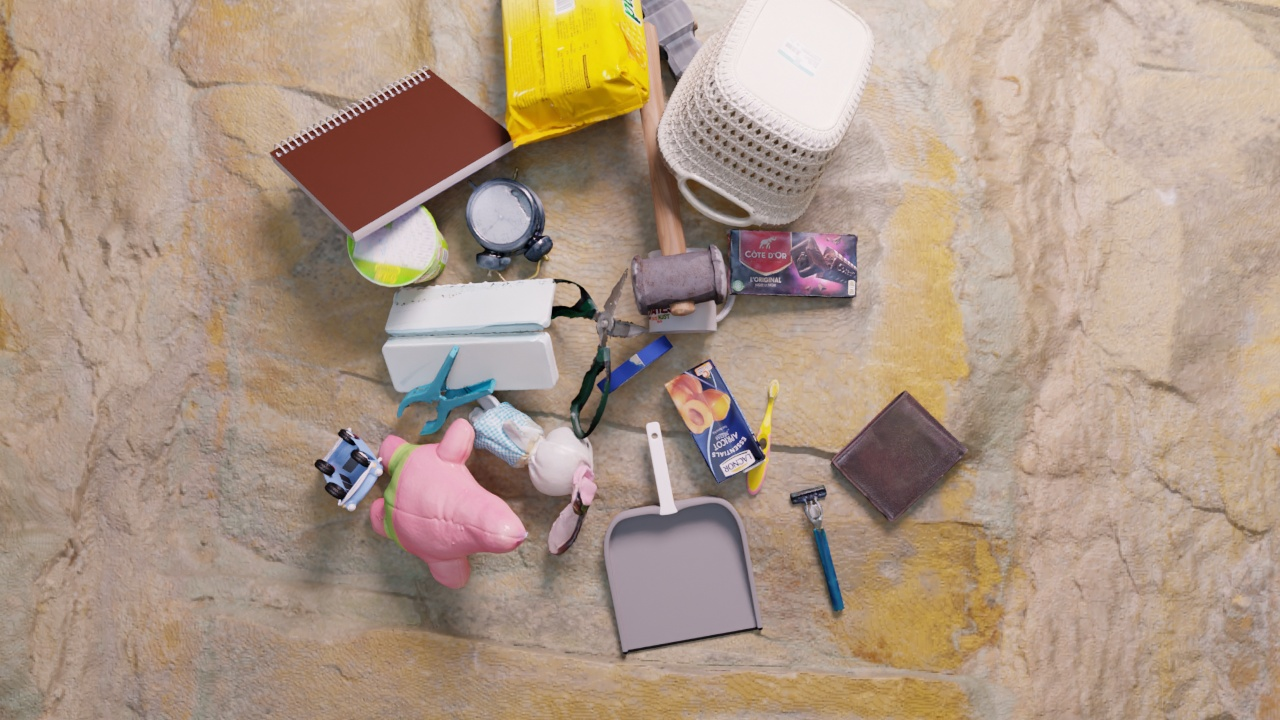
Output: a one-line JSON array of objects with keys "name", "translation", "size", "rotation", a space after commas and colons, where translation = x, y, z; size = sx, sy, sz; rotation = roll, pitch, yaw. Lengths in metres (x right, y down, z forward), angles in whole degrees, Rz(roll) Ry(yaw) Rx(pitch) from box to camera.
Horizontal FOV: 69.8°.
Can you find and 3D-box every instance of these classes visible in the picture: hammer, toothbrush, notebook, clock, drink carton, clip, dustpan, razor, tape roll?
[{"name": "hammer", "translation": [-0.081, -0.312, 1.052], "size": [0.323, 0.051, 0.117], "rotation": [-30, 86, 4]}, {"name": "toothbrush", "translation": [0.142, 0.088, 1.053], "size": [0.021, 0.016, 0.135], "rotation": [12, 89, 8]}, {"name": "notebook", "translation": [-0.270, -0.232, 0.997], "size": [0.208, 0.022, 0.171], "rotation": [-37, 63, -23]}, {"name": "clock", "translation": [-0.151, -0.150, 1.049], "size": [0.090, 0.052, 0.129], "rotation": [-16, 93, 1]}, {"name": "drink carton", "translation": [0.085, 0.069, 1.036], "size": [0.064, 0.040, 0.130], "rotation": [-29, 85, 9]}, {"name": "clip", "translation": [-0.234, 0.030, 1.026], "size": [0.113, 0.028, 0.127], "rotation": [37, 122, -9]}, {"name": "hammer", "translation": [0.022, -0.208, 0.982], "size": [0.098, 0.052, 0.328], "rotation": [-8, 80, 1]}, {"name": "dustpan", "translation": [0.037, 0.197, 1.046], "size": [0.163, 0.033, 0.257], "rotation": [-11, 89, 1]}, {"name": "razor", "translation": [0.209, 0.217, 1.048], "size": [0.042, 0.022, 0.144], "rotation": [-15, 89, 2]}, {"name": "tape roll", "translation": [-0.006, 0.006, 1.022], "size": [0.092, 0.092, 0.016], "rotation": [-37, 88, 37]}]

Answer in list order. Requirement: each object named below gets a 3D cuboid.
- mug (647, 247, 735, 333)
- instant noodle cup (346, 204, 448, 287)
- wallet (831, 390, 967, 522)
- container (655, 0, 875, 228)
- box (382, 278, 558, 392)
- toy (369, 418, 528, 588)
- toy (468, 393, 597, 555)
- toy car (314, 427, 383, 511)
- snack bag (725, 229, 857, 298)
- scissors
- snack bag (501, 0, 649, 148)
[{"name": "mug", "translation": [0.060, -0.077, 1.036], "size": [0.105, 0.074, 0.089], "rotation": [-1, 89, -24]}, {"name": "instant noodle cup", "translation": [-0.260, -0.126, 1.022], "size": [0.099, 0.108, 0.099], "rotation": [0, 89, 2]}, {"name": "wallet", "translation": [0.293, 0.109, 1.044], "size": [0.099, 0.031, 0.120], "rotation": [45, 93, 4]}, {"name": "container", "translation": [0.136, -0.271, 0.945], "size": [0.184, 0.143, 0.245], "rotation": [28, 60, -6]}, {"name": "box", "translation": [-0.190, -0.026, 1.038], "size": [0.198, 0.075, 0.125], "rotation": [-1, 70, 13]}, {"name": "toy", "translation": [-0.207, 0.160, 0.998], "size": [0.237, 0.096, 0.192], "rotation": [11, 99, 40]}, {"name": "toy", "translation": [-0.115, 0.105, 1.038], "size": [0.205, 0.131, 0.105], "rotation": [42, 47, 20]}, {"name": "toy car", "translation": [-0.315, 0.120, 1.008], "size": [0.055, 0.153, 0.056], "rotation": [40, 82, -28]}, {"name": "snack bag", "translation": [0.173, -0.109, 1.042], "size": [0.155, 0.018, 0.074], "rotation": [1, 88, -8]}, {"name": "scissors", "translation": [-0.058, -0.009, 1.000], "size": [0.015, 0.202, 0.204], "rotation": [0, 98, -39]}, {"name": "snack bag", "translation": [-0.078, -0.354, 0.991], "size": [0.160, 0.068, 0.247], "rotation": [-13, 69, 17]}]
